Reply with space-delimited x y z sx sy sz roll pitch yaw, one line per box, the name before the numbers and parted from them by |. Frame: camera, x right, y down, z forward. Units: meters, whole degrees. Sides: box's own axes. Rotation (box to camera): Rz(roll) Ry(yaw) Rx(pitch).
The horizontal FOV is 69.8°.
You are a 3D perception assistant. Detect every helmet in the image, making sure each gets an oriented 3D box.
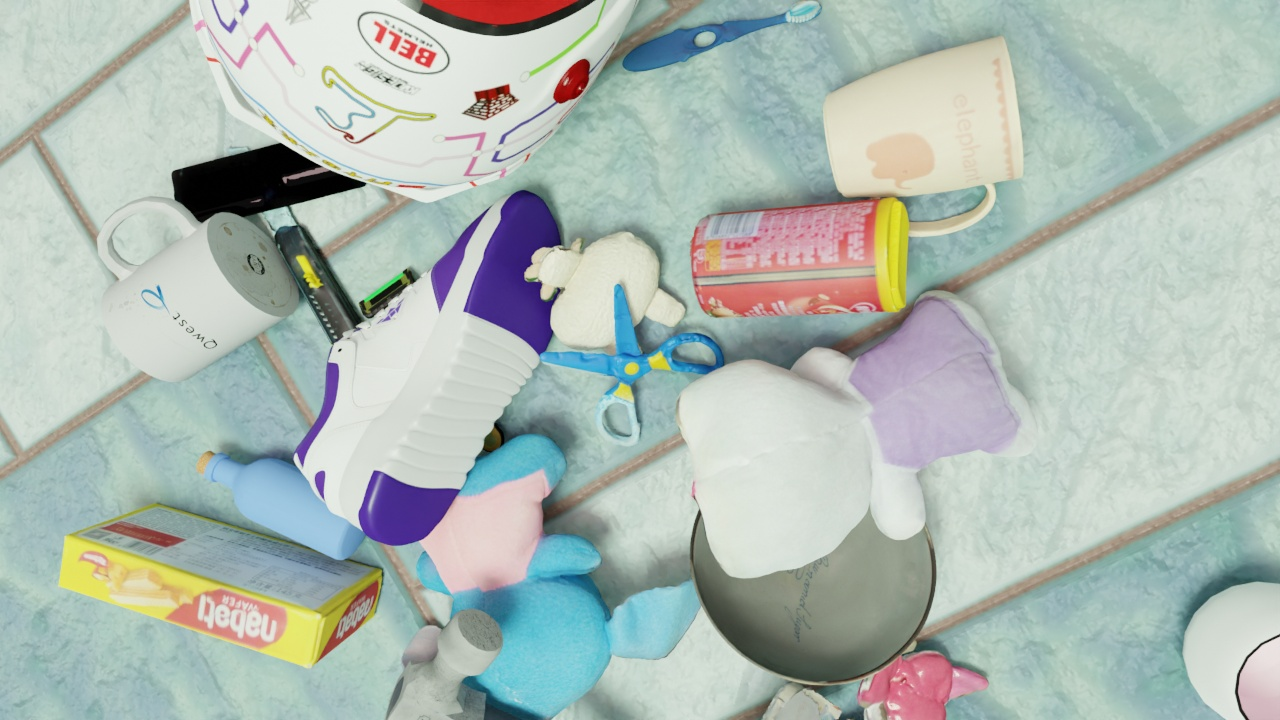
helmet | -0.111 -0.246 0.507 0.231 0.236 0.314 23 81 -24

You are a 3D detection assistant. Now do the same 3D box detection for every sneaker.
sneaker | -0.142 -0.006 0.605 0.111 0.092 0.243 14 69 31

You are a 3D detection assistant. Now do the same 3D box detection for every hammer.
hammer | -0.021 0.276 0.600 0.312 0.035 0.139 32 111 -18

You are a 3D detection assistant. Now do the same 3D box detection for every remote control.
remote control | -0.266 -0.130 0.651 0.140 0.021 0.045 -13 85 7

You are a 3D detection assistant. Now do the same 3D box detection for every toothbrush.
toothbrush | 0.051 -0.209 0.589 0.132 0.016 0.021 -13 92 12

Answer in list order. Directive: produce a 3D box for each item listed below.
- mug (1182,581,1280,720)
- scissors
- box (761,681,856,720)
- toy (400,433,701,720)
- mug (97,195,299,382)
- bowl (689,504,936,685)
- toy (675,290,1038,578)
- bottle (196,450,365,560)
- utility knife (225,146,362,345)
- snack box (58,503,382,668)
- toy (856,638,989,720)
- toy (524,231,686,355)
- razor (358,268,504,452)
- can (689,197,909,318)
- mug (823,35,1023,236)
mug | 0.386 0.166 0.542 0.090 0.076 0.124 39 102 4
scissors | -0.007 0.008 0.611 0.125 0.014 0.131 7 115 -16
box | 0.085 0.325 0.586 0.156 0.071 0.216 39 79 -30
toy | -0.078 0.146 0.619 0.224 0.098 0.191 -17 90 22
mug | -0.317 -0.057 0.637 0.096 0.083 0.119 -29 119 13
bowl | 0.109 0.132 0.590 0.151 0.057 0.150 -4 68 9
toy | 0.125 0.043 0.546 0.209 0.085 0.137 -24 75 -2
bottle | -0.265 0.099 0.675 0.131 0.048 0.048 22 101 7
utility knife | -0.237 -0.058 0.665 0.029 0.020 0.233 -32 87 10
snack box | -0.300 0.158 0.667 0.201 0.092 0.042 14 99 9
toy | 0.174 0.213 0.605 0.102 0.050 0.065 31 89 -29
toy | -0.026 -0.045 0.606 0.112 0.050 0.087 33 104 -19
razor | -0.142 0.006 0.652 0.044 0.021 0.144 -35 89 2
can | 0.097 -0.061 0.560 0.125 0.066 0.067 -1 97 25
mug | 0.170 -0.126 0.551 0.104 0.085 0.111 -8 125 20
